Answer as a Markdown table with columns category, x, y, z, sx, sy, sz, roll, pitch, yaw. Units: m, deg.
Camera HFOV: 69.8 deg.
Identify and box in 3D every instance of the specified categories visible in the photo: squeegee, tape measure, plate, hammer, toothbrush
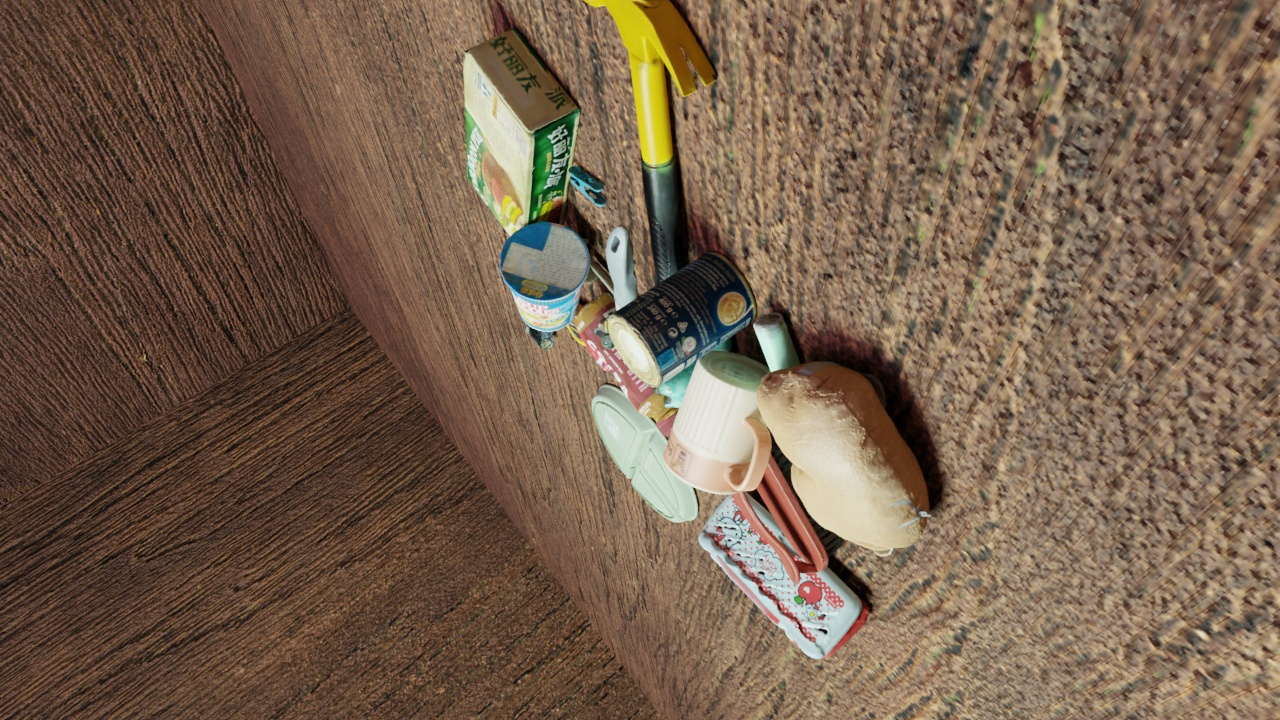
| category | x | y | z | sx | sy | sz | roll | pitch | yaw |
| --- | --- | --- | --- | --- | --- | --- | --- | --- | --- |
| squeegee | -0.007 | -0.059 | 0.890 | 0.246 | 0.039 | 0.247 | 49 | 173 | 22 |
| tape measure | -0.073 | -0.048 | 1.173 | 0.060 | 0.028 | 0.057 | 33 | 150 | 49 |
| plate | 0.001 | 0.136 | 1.300 | 0.230 | 0.027 | 0.231 | 47 | 159 | 25 |
| hammer | 0.015 | -0.167 | 0.756 | 0.129 | 0.032 | 0.301 | 45 | 158 | 34 |
| toothbrush | 0.146 | 0.057 | 0.807 | 0.026 | 0.027 | 0.224 | 11 | 132 | 50 |

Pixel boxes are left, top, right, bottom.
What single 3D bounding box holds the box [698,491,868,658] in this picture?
| category | x | y | z | sx | sy | sz | roll | pitch | yaw |
| --- | --- | --- | --- | --- | --- | --- | --- | --- | --- |
| box | 0.146 | 0.225 | 0.985 | 0.201 | 0.090 | 0.068 | 41 | 165 | 38 |

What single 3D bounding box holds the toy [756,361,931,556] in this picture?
| category | x | y | z | sx | sy | sz | roll | pitch | yaw |
| --- | --- | --- | --- | --- | --- | --- | --- | --- | --- |
| toy | 0.173 | 0.099 | 0.743 | 0.143 | 0.082 | 0.226 | 33 | 154 | 59 |

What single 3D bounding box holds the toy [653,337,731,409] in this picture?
| category | x | y | z | sx | sy | sz | roll | pitch | yaw |
| --- | --- | --- | --- | --- | --- | --- | --- | --- | --- |
| toy | 0.052 | 0.014 | 0.871 | 0.030 | 0.091 | 0.096 | 42 | 160 | 39 |

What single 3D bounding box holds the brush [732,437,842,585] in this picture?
| category | x | y | z | sx | sy | sz | roll | pitch | yaw |
| --- | --- | --- | --- | --- | --- | --- | --- | --- | --- |
| brush | 0.141 | 0.150 | 0.908 | 0.146 | 0.069 | 0.063 | 59 | 162 | -9 |

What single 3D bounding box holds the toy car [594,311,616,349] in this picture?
| category | x | y | z | sx | sy | sz | roll | pitch | yaw |
| --- | --- | --- | --- | --- | --- | --- | --- | --- | --- |
| toy car | -0.006 | -0.019 | 1.000 | 0.090 | 0.035 | 0.042 | 31 | -163 | 3 |

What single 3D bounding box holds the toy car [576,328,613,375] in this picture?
| category | x | y | z | sx | sy | sz | roll | pitch | yaw |
| --- | --- | --- | --- | --- | --- | --- | --- | --- | --- |
| toy car | -0.032 | -0.011 | 1.112 | 0.120 | 0.045 | 0.053 | 52 | 163 | 6 |

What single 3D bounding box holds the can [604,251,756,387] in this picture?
| category | x | y | z | sx | sy | sz | roll | pitch | yaw |
| --- | --- | --- | --- | --- | --- | --- | --- | --- | --- |
| can | 0.035 | -0.035 | 0.798 | 0.075 | 0.111 | 0.075 | 48 | 160 | 24 |

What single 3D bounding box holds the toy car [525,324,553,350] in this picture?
| category | x | y | z | sx | sy | sz | roll | pitch | yaw |
| --- | --- | --- | --- | --- | --- | --- | --- | --- | --- |
| toy car | -0.150 | -0.059 | 1.340 | 0.049 | 0.031 | 0.106 | 44 | 157 | 34 |

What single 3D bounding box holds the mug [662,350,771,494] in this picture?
| category | x | y | z | sx | sy | sz | roll | pitch | yaw |
| --- | --- | --- | --- | --- | --- | --- | --- | --- | --- |
| mug | 0.080 | 0.062 | 0.821 | 0.114 | 0.081 | 0.106 | 53 | 131 | 54 |

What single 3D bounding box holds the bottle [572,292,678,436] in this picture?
| category | x | y | z | sx | sy | sz | roll | pitch | yaw |
| --- | --- | --- | --- | --- | --- | --- | --- | --- | --- |
| bottle | -0.006 | 0.006 | 1.052 | 0.175 | 0.057 | 0.058 | 54 | 161 | 8 |

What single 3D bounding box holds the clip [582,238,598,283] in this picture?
| category | x | y | z | sx | sy | sz | roll | pitch | yaw |
| --- | --- | --- | --- | --- | --- | --- | --- | --- | --- |
| clip | -0.092 | -0.133 | 1.075 | 0.098 | 0.034 | 0.064 | 31 | 149 | 42 |

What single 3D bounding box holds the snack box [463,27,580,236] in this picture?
| category | x | y | z | sx | sy | sz | roll | pitch | yaw |
| --- | --- | --- | --- | --- | --- | --- | --- | --- | --- |
| snack box | -0.130 | -0.224 | 0.970 | 0.114 | 0.063 | 0.240 | 53 | 161 | 11 |

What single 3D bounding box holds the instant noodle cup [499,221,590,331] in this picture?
| category | x | y | z | sx | sy | sz | roll | pitch | yaw |
| --- | --- | --- | --- | --- | --- | --- | --- | --- | --- |
| instant noodle cup | -0.105 | -0.086 | 1.034 | 0.099 | 0.099 | 0.110 | 50 | 163 | 17 |

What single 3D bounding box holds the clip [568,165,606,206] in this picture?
| category | x | y | z | sx | sy | sz | roll | pitch | yaw |
| --- | --- | --- | --- | --- | --- | --- | --- | --- | --- |
| clip | -0.054 | -0.179 | 0.935 | 0.056 | 0.014 | 0.041 | 44 | 157 | 34 |
